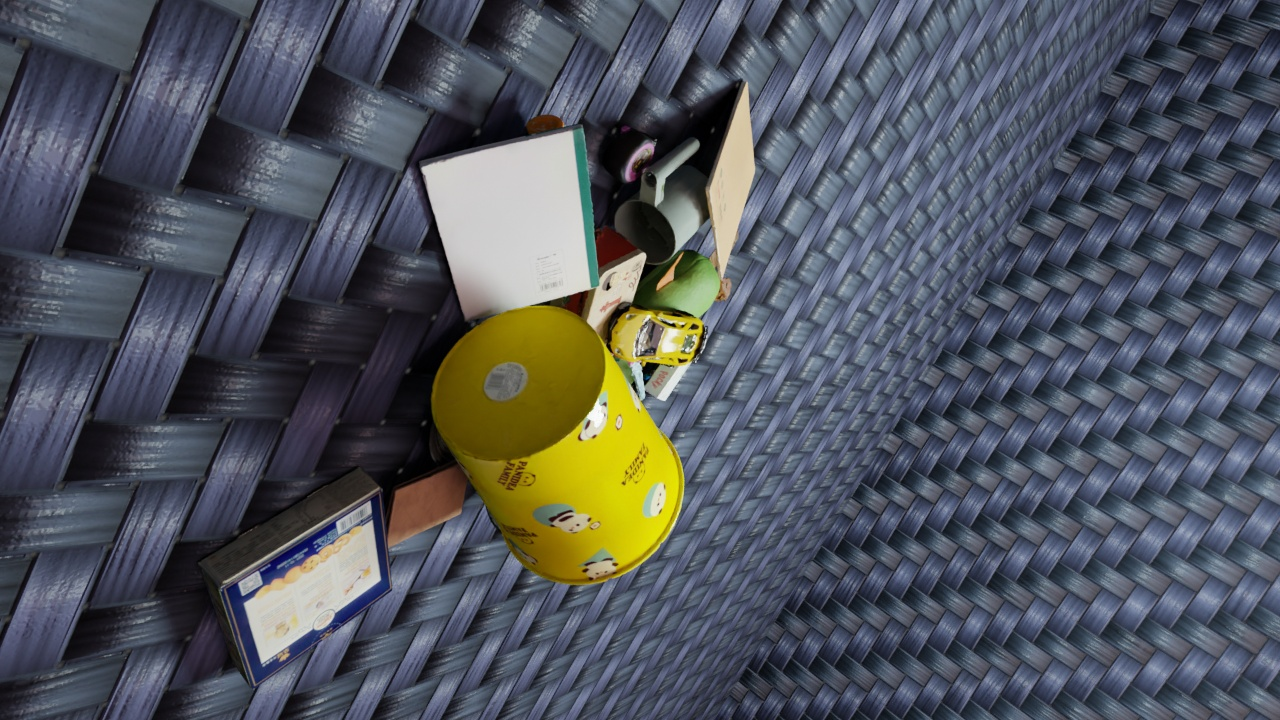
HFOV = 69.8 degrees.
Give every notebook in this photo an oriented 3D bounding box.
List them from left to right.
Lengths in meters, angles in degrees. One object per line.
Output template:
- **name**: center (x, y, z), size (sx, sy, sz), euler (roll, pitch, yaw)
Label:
- **notebook**: center (-0.118, -0.126, 0.892), size (0.150, 0.012, 0.209), euler (-15, 142, -10)
- **notebook**: center (0.115, -0.225, 1.141), size (0.148, 0.008, 0.207), euler (75, 27, -49)

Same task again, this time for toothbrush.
- **toothbrush**: center (0.003, 0.029, 1.255), size (0.014, 0.016, 0.190), euler (-49, -178, -12)

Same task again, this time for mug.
- **mug**: center (0.033, -0.188, 1.066), size (0.103, 0.084, 0.124), euler (-46, 154, -40)

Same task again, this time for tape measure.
- **tape measure**: center (-0.014, -0.226, 1.006), size (0.057, 0.039, 0.057), euler (-24, 147, -57)

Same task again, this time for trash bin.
- **trash bin**: center (-0.090, 0.089, 0.993), size (0.229, 0.230, 0.255), euler (-47, 147, -17)

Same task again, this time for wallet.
- **wallet**: center (-0.244, 0.161, 1.048), size (0.101, 0.020, 0.116), euler (-22, 149, -39)

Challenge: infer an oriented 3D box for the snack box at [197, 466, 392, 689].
- **snack box**: center (-0.347, 0.225, 0.951), size (0.177, 0.046, 0.183), euler (-33, 146, -38)

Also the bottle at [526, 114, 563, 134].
- **bottle**: center (-0.089, -0.186, 0.898), size (0.063, 0.063, 0.109), euler (-41, 150, -28)

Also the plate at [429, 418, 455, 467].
- **plate**: center (-0.179, 0.048, 1.059), size (0.179, 0.024, 0.180), euler (-41, 149, -31)

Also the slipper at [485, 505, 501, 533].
- **slipper**: center (-0.099, 0.127, 1.185), size (0.245, 0.104, 0.074), euler (-41, 158, -16)

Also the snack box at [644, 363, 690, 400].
- **snack box**: center (0.044, 0.017, 1.338), size (0.084, 0.027, 0.157), euler (-55, 173, 0)

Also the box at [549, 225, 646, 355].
- **box**: center (-0.065, -0.070, 1.073), size (0.091, 0.077, 0.169), euler (-32, 151, -41)

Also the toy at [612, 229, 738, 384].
- **toy**: center (0.035, -0.076, 1.203), size (0.246, 0.090, 0.227), euler (-38, 161, -25)

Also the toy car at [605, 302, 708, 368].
- **toy car**: center (0.020, -0.027, 1.106), size (0.155, 0.041, 0.071), euler (7, 107, -47)

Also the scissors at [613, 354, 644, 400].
- **scissors**: center (-0.007, 0.007, 1.151), size (0.057, 0.017, 0.133), euler (-31, 140, -19)
